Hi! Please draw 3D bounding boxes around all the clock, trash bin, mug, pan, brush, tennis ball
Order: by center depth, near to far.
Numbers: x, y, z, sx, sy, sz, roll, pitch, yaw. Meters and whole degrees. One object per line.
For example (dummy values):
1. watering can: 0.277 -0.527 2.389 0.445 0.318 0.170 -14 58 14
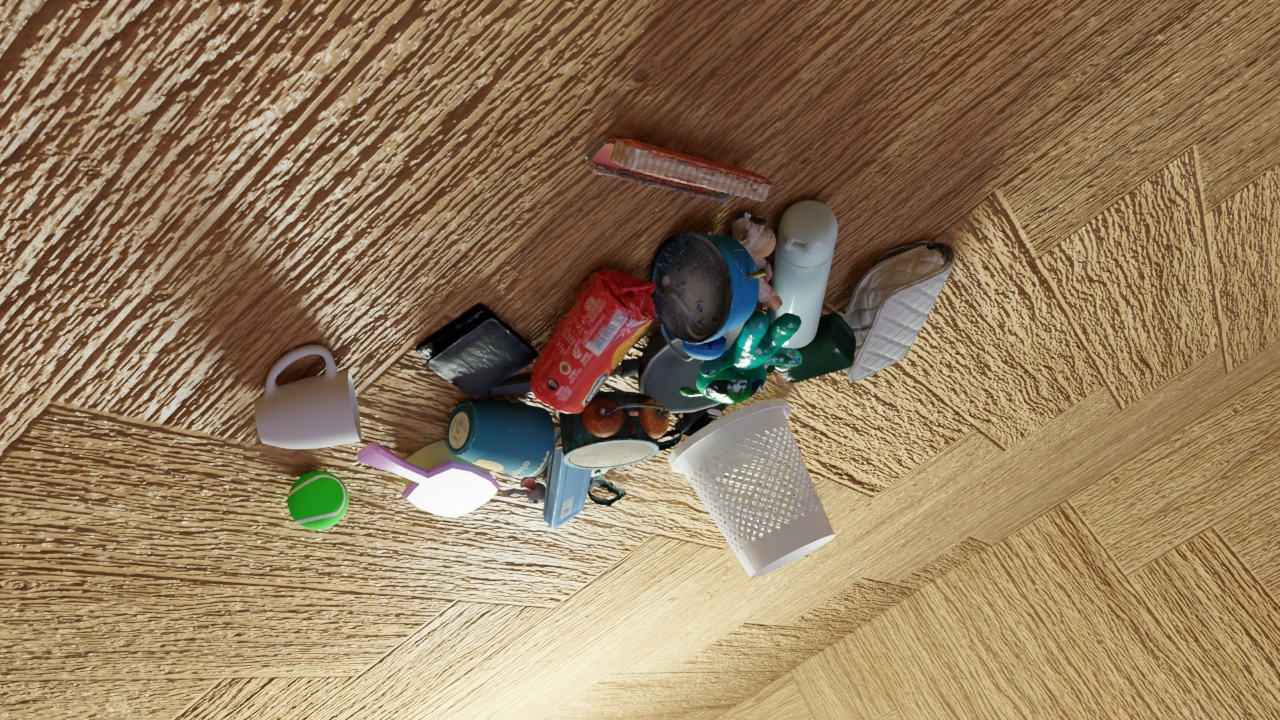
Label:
1. mug: -0.327 0.036 0.890 0.089 0.071 0.107 -9 117 -12
2. clock: 0.061 -0.067 0.978 0.060 0.116 0.162 -15 149 -41
3. tennis ball: -0.361 0.157 1.027 0.065 0.065 0.065 -19 148 -13
4. mug: -0.175 0.089 1.069 0.104 0.084 0.112 16 157 -41
5. clock: -0.031 0.071 1.073 0.121 0.073 0.158 4 156 -27
6. brush: -0.256 0.128 1.086 0.089 0.043 0.228 -33 148 9
7. pan: -0.007 0.006 1.103 0.356 0.041 0.179 -8 143 -19
8. trash bin: 0.170 0.190 1.312 0.195 0.199 0.196 -23 160 -9

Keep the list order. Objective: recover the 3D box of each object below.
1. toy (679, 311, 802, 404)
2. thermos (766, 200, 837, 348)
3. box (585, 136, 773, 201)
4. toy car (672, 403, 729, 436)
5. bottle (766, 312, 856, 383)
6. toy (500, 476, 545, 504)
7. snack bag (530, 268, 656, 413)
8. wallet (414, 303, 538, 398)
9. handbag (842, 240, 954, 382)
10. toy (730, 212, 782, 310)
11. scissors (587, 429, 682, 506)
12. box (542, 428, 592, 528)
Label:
1. toy: 0.118 -0.003 1.066 0.130 0.072 0.194 -2 150 -23
2. thermos: 0.186 -0.097 1.069 0.077 0.065 0.207 -57 160 -29
3. box: 0.038 -0.178 0.862 0.186 0.085 0.048 5 103 -38
4. toy car: 0.088 0.074 1.270 0.040 0.037 0.092 15 129 -48
5. bottle: 0.208 -0.010 1.195 0.132 0.061 0.061 -19 130 37
6. toy: -0.143 0.182 1.262 0.049 0.030 0.111 -34 147 20
7. snack bag: -0.054 -0.021 0.981 0.082 0.082 0.177 12 123 -46
8. wallet: -0.170 -0.006 0.973 0.089 0.026 0.115 -34 148 7
9. handbag: 0.329 -0.066 1.218 0.138 0.072 0.195 -23 149 -23
10. toy: 0.121 -0.117 1.002 0.074 0.085 0.106 3 126 11
11. scissors: -0.022 0.155 1.312 0.202 0.015 0.202 -22 151 8
12. box: -0.096 0.150 1.222 0.065 0.037 0.210 -25 150 -29
